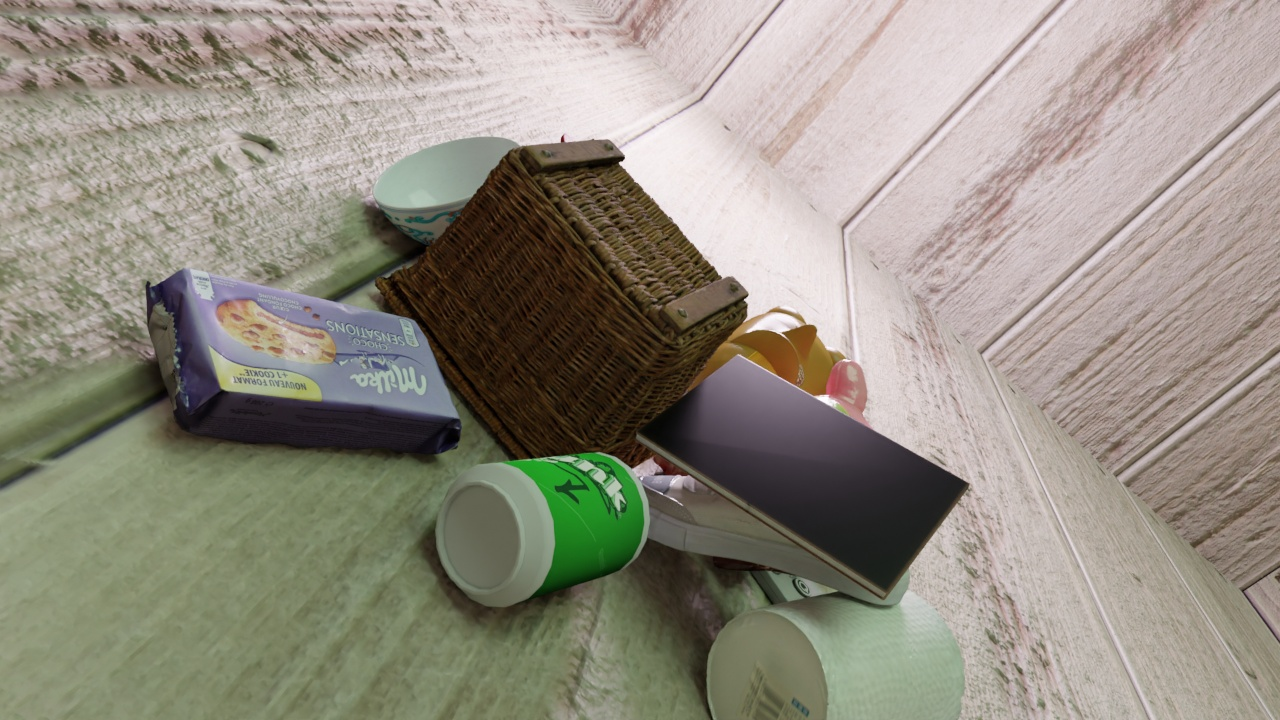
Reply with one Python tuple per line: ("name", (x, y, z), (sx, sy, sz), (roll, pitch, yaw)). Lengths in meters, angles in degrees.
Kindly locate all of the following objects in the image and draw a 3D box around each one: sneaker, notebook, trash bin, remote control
("sneaker", (0.095, 0.112, 0.723), (0.242, 0.091, 0.089), (12, 7, 20))
("notebook", (0.120, 0.075, 0.681), (0.209, 0.008, 0.141), (31, 43, 26))
("trash bin", (0.139, 0.234, 0.675), (0.161, 0.133, 0.133), (12, 37, -44))
("remote control", (0.136, 0.203, 0.858), (0.074, 0.019, 0.151), (8, 41, -55))

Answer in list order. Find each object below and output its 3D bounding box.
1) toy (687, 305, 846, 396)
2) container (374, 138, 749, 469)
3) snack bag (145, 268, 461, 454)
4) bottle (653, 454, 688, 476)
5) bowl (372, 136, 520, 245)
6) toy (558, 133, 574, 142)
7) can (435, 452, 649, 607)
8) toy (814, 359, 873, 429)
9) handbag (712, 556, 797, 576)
("toy", (0.131, 0.016, 0.994), (0.198, 0.163, 0.202), (46, 30, 15))
("container", (-0.051, -0.048, 0.740), (0.250, 0.184, 0.161), (48, 33, 11))
("snack bag", (-0.205, 0.010, 0.584), (0.205, 0.058, 0.096), (16, 37, -53))
("bottle", (0.068, 0.083, 0.860), (0.111, 0.099, 0.099), (9, 40, -48))
("bowl", (-0.171, -0.147, 0.869), (0.143, 0.144, 0.074), (-103, 180, -54))
("toy", (-0.053, -0.182, 1.105), (0.197, 0.121, 0.158), (50, 24, -8))
("can", (-0.061, 0.108, 0.607), (0.088, 0.088, 0.139), (52, 24, 22))
("toy", (0.184, 0.096, 0.854), (0.236, 0.192, 0.097), (6, 12, -46))
("handbag", (0.124, 0.175, 0.782), (0.120, 0.029, 0.055), (5, -6, 38))
